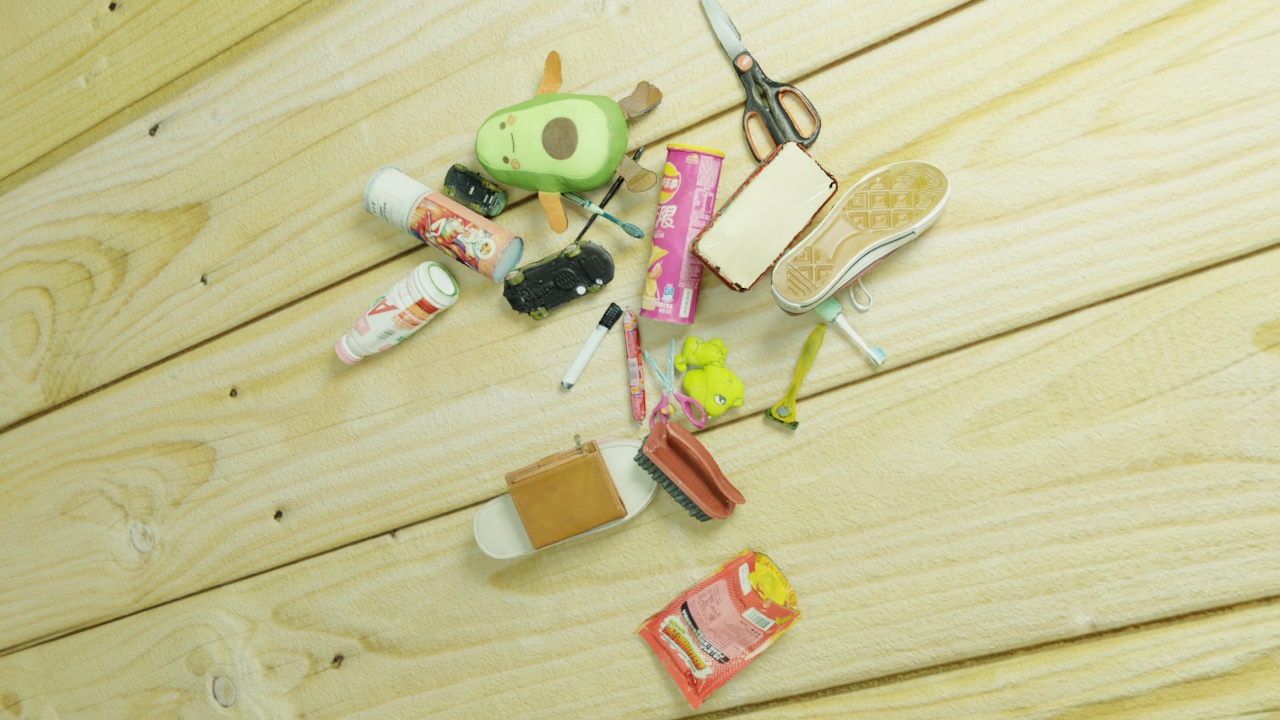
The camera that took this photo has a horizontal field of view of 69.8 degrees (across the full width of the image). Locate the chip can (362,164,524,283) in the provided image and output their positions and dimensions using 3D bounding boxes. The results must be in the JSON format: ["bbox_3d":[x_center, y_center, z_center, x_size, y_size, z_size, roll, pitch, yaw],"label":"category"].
[{"bbox_3d":[-0.260,-0.180,1.212,0.215,0.071,0.071,29,104,13],"label":"chip can"}]

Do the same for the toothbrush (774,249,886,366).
[{"bbox_3d":[0.209,-0.078,1.090,0.027,0.026,0.224,-38,82,-18],"label":"toothbrush"}]

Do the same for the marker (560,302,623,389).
[{"bbox_3d":[-0.063,-0.018,1.193,0.022,0.018,0.131,33,105,3],"label":"marker"}]

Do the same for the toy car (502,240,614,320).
[{"bbox_3d":[-0.105,-0.105,1.178,0.158,0.042,0.070,-20,120,20],"label":"toy car"}]

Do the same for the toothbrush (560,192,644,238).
[{"bbox_3d":[-0.073,-0.199,1.161,0.192,0.018,0.016,32,103,22],"label":"toothbrush"}]

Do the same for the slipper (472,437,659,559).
[{"bbox_3d":[-0.095,0.182,1.206,0.275,0.054,0.114,-27,90,13],"label":"slipper"}]

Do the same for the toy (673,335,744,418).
[{"bbox_3d":[0.084,0.021,1.141,0.097,0.031,0.100,7,95,22],"label":"toy"}]

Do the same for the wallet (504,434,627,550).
[{"bbox_3d":[-0.098,0.165,1.157,0.131,0.035,0.119,-22,92,11],"label":"wallet"}]

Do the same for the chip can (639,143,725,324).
[{"bbox_3d":[0.049,-0.152,1.112,0.071,0.071,0.211,13,100,17],"label":"chip can"}]

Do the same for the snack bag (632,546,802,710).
[{"bbox_3d":[0.097,0.336,1.159,0.208,0.073,0.128,-46,77,23],"label":"snack bag"}]

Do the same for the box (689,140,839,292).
[{"bbox_3d":[0.139,-0.164,1.043,0.091,0.079,0.168,41,91,-6],"label":"box"}]

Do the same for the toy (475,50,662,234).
[{"bbox_3d":[-0.096,-0.270,1.137,0.247,0.090,0.227,-2,85,15],"label":"toy"}]

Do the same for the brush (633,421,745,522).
[{"bbox_3d":[0.064,0.140,1.133,0.146,0.063,0.069,46,124,-11],"label":"brush"}]

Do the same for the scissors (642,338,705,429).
[{"bbox_3d":[0.041,0.039,1.148,0.125,0.017,0.133,18,110,42],"label":"scissors"}]

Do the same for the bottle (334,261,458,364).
[{"bbox_3d":[-0.339,-0.059,1.257,0.197,0.068,0.068,-32,86,23],"label":"bottle"}]

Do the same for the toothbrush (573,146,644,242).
[{"bbox_3d":[-0.047,-0.195,1.169,0.018,0.015,0.181,37,107,5],"label":"toothbrush"}]

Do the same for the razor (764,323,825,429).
[{"bbox_3d":[0.194,0.016,1.108,0.043,0.028,0.133,26,102,18],"label":"razor"}]

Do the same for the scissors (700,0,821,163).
[{"bbox_3d":[0.118,-0.334,1.094,0.235,0.021,0.137,41,107,10],"label":"scissors"}]

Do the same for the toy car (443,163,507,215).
[{"bbox_3d":[-0.217,-0.225,1.210,0.091,0.036,0.043,31,106,12],"label":"toy car"}]

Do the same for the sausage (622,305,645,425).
[{"bbox_3d":[-0.007,0.007,1.176,0.020,0.020,0.156,-4,95,19],"label":"sausage"}]

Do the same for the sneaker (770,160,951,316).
[{"bbox_3d":[0.246,-0.131,1.041,0.241,0.088,0.118,-40,71,-6],"label":"sneaker"}]
